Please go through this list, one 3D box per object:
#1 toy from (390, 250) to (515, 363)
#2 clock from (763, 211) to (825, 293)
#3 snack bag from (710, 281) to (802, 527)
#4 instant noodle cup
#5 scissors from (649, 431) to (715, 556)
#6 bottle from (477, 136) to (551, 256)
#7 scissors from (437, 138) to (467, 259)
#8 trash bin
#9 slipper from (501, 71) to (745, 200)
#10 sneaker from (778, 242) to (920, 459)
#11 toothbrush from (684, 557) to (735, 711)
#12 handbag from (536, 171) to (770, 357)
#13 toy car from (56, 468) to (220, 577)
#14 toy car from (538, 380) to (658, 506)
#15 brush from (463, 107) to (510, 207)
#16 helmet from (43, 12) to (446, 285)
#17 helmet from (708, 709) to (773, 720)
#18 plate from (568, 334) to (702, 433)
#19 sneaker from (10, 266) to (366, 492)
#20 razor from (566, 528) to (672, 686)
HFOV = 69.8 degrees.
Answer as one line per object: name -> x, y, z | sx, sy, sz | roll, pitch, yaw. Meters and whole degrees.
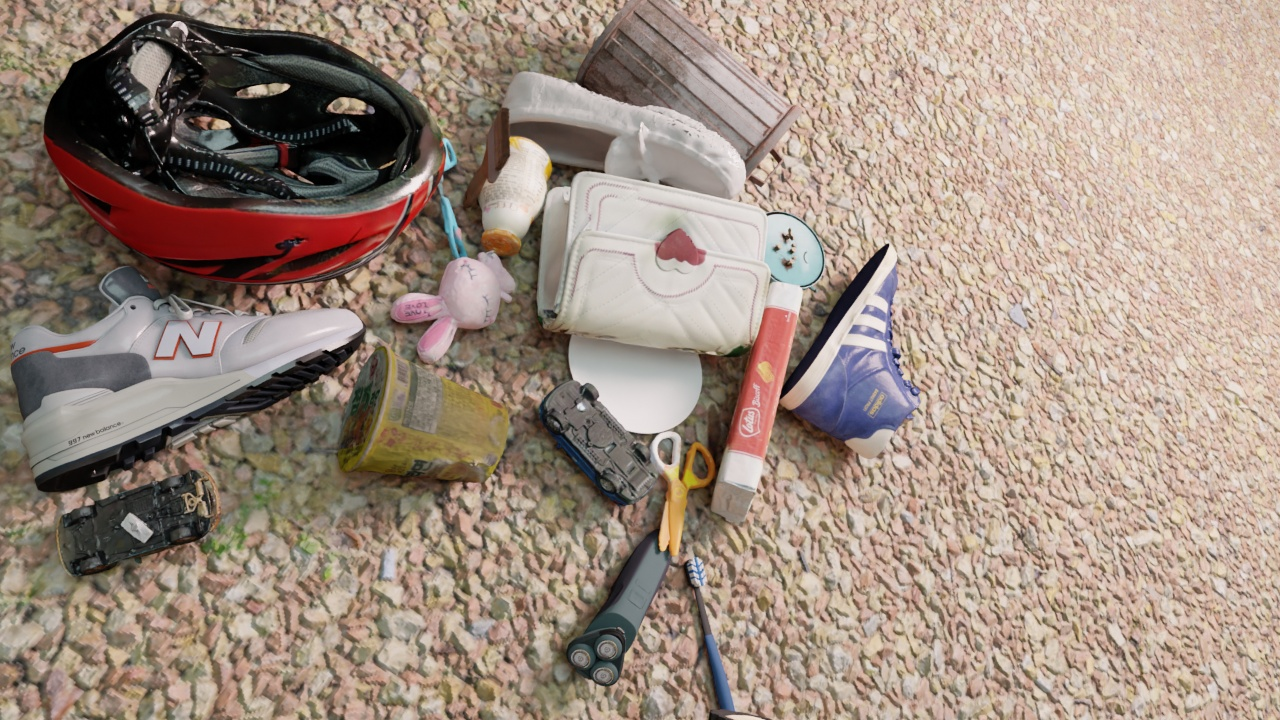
toy -> -0.155, -0.049, 0.781 | 0.109, 0.047, 0.063 | -39, 106, -19
clock -> 0.130, -0.109, 0.942 | 0.124, 0.053, 0.090 | 12, 63, -21
snack bag -> 0.110, 0.035, 0.856 | 0.041, 0.078, 0.224 | 16, 61, 7
instant noodle cup -> -0.166, 0.051, 0.712 | 0.108, 0.102, 0.102 | 20, 61, -28
scissors -> 0.028, 0.115, 0.804 | 0.070, 0.013, 0.130 | 29, 45, -9
bottle -> -0.118, -0.148, 0.833 | 0.063, 0.063, 0.108 | 18, 61, -18
scissors -> -0.170, -0.151, 0.806 | 0.015, 0.135, 0.135 | -8, 27, 1
trash bin -> 0.054, -0.258, 0.926 | 0.211, 0.131, 0.130 | 40, 57, -3
slipper -> -0.021, -0.201, 0.859 | 0.247, 0.112, 0.074 | 19, 80, 8
sneaker -> 0.244, -0.007, 0.930 | 0.118, 0.092, 0.232 | 39, 58, -1
toothbrush -> 0.063, 0.251, 0.777 | 0.014, 0.014, 0.167 | 0, 68, -38
handbag -> 0.012, -0.082, 0.826 | 0.198, 0.096, 0.142 | 6, 85, -25
toy car -> -0.334, 0.111, 0.626 | 0.112, 0.047, 0.047 | -18, 75, -1
toy car -> -0.039, 0.073, 0.786 | 0.120, 0.044, 0.056 | 49, 57, -1
brush -> -0.134, -0.162, 0.784 | 0.008, 0.143, 0.045 | 2, 76, -23
helmet -> -0.285, -0.150, 0.686 | 0.272, 0.167, 0.217 | 6, 50, -10
helmet -> 0.056, 0.383, 0.644 | 0.205, 0.132, 0.255 | 16, 76, -21
plate -> -0.005, 0.005, 0.852 | 0.134, 0.011, 0.134 | 10, 65, -22
sneaker -> -0.329, -0.013, 0.657 | 0.239, 0.089, 0.124 | -30, 87, -29
razor -> -0.010, 0.196, 0.751 | 0.047, 0.052, 0.142 | 38, 48, -4
